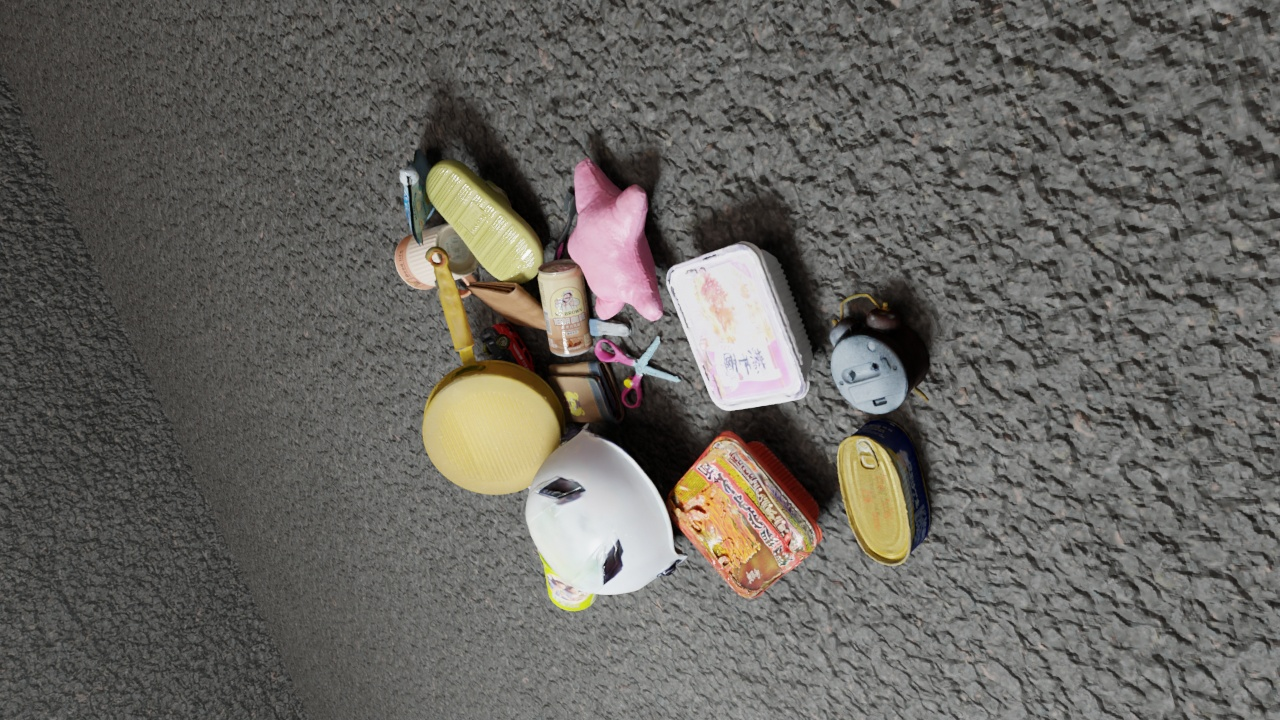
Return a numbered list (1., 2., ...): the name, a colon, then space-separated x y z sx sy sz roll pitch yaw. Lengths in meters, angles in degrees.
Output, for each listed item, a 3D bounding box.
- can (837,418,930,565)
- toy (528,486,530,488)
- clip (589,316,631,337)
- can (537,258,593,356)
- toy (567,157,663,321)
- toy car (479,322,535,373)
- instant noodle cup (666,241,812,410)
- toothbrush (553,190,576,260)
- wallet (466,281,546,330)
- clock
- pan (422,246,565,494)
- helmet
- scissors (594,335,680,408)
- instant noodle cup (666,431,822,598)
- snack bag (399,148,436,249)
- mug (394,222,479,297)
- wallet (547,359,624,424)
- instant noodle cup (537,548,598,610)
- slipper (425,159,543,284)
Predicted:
1. can: 0.252 0.136 0.948 0.075 0.049 0.148 -2 110 46
2. toy: -0.139 0.189 1.388 0.108 0.038 0.084 32 132 31
3. clip: -0.037 -0.042 1.168 0.058 0.045 0.027 14 119 29
4. can: -0.096 -0.068 1.184 0.059 0.058 0.116 14 121 41
5. toy: -0.040 -0.141 1.077 0.179 0.074 0.195 11 116 54
6. toy car: -0.183 0.000 1.322 0.053 0.045 0.120 -14 107 51
7. instant noodle cup: 0.115 -0.041 0.981 0.138 0.060 0.173 -13 103 48
8. toothbrush: -0.107 -0.140 1.189 0.018 0.014 0.190 50 140 28
9. wallet: -0.171 -0.074 1.247 0.115 0.020 0.101 10 157 45
10. clock: 0.228 -0.007 0.888 0.082 0.055 0.122 -21 95 50
11. pan: -0.226 0.019 1.255 0.198 0.078 0.358 -15 113 5
12. helmet: -0.065 0.211 1.195 0.229 0.145 0.259 54 162 5
13. scissors: -0.008 0.006 1.165 0.131 0.017 0.134 43 136 11
14. instant noodle cup: 0.128 0.176 1.077 0.164 0.078 0.189 49 138 14
15. snack bag: -0.299 -0.221 1.236 0.191 0.039 0.110 -111 22 -69
16. mug: -0.282 -0.139 1.325 0.106 0.081 0.114 -8 126 46
17. wallet: -0.076 0.044 1.250 0.115 0.033 0.090 -2 111 50
18. instant noodle cup: -0.099 0.310 1.372 0.112 0.111 0.124 37 142 26
19. slipper: -0.194 -0.190 1.202 0.190 0.081 0.092 46 127 -7
